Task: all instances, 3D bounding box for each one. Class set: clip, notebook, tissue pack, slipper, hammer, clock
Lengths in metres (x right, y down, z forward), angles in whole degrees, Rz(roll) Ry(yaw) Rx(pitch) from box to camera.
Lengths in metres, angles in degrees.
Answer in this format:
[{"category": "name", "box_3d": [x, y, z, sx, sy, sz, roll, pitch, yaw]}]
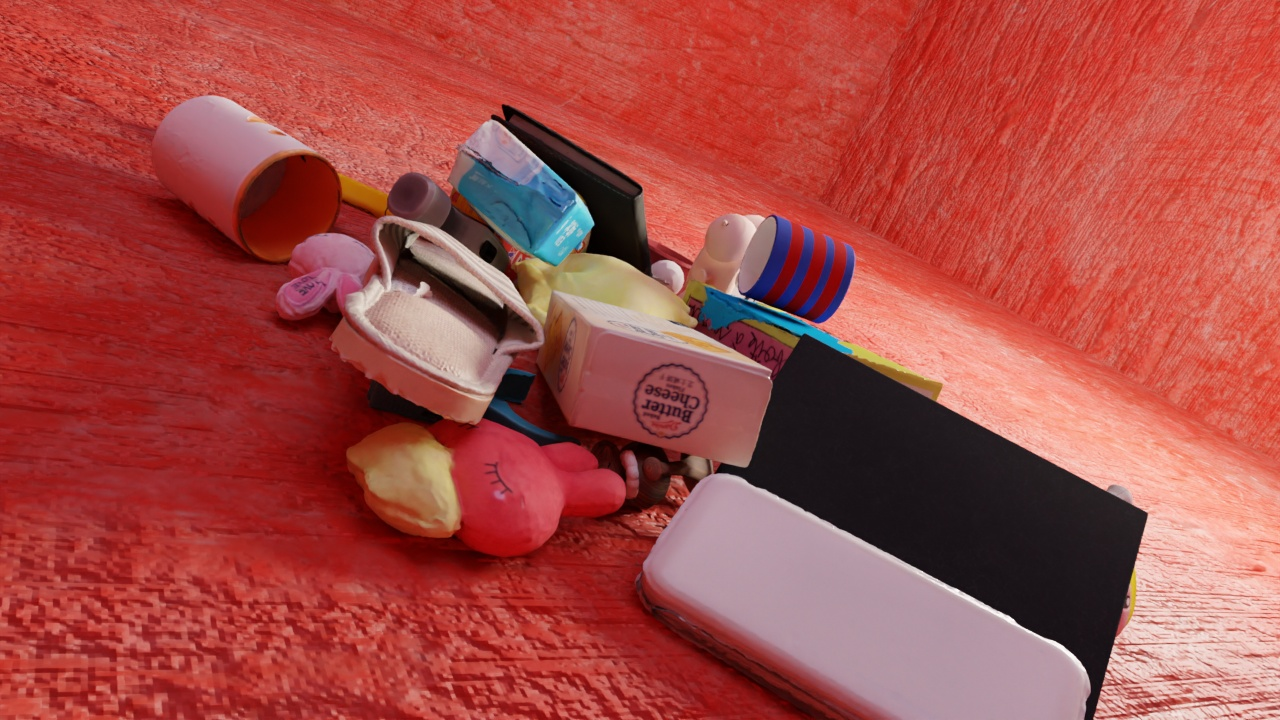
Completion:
[{"category": "clip", "box_3d": [-0.082, 0.033, 0.533, 0.118, 0.033, 0.120, 35, 20, 19]}, {"category": "notebook", "box_3d": [-0.061, -0.145, 0.887, 0.169, 0.029, 0.209, 33, -20, 15]}, {"category": "tissue pack", "box_3d": [-0.091, -0.122, 0.700, 0.093, 0.061, 0.144, 42, 1, 3]}, {"category": "slipper", "box_3d": [-0.110, -0.032, 0.521, 0.114, 0.054, 0.272, 37, 9, -16]}, {"category": "notebook", "box_3d": [0.162, 0.095, 0.532, 0.231, 0.019, 0.168, 29, 56, 13]}, {"category": "hammer", "box_3d": [-0.244, -0.139, 0.743, 0.325, 0.034, 0.170, 24, -8, 23]}, {"category": "clock", "box_3d": [0.097, -0.084, 0.933, 0.086, 0.131, 0.160, 35, 21, 28]}, {"category": "clock", "box_3d": [0.018, -0.101, 1.009, 0.087, 0.044, 0.124, 32, 13, 17]}]

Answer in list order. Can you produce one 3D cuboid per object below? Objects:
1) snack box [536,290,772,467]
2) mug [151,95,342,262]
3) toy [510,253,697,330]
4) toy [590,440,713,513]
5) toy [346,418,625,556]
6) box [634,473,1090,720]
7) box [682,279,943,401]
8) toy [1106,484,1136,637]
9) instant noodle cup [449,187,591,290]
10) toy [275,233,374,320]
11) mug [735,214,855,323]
[{"category": "snack box", "box_3d": [-0.003, 0.003, 0.580, 0.104, 0.057, 0.208, 14, 6, -13]}, {"category": "mug", "box_3d": [-0.274, -0.127, 0.639, 0.105, 0.082, 0.082, 33, 19, 25]}, {"category": "toy", "box_3d": [-0.029, -0.043, 0.758, 0.154, 0.065, 0.170, 9, 26, -16]}, {"category": "toy", "box_3d": [0.004, 0.064, 0.524, 0.055, 0.041, 0.101, -12, -9, 17]}, {"category": "toy", "box_3d": [-0.071, 0.057, 0.439, 0.135, 0.045, 0.091, 6, 27, -32]}, {"category": "box", "box_3d": [0.103, 0.128, 0.439, 0.214, 0.063, 0.118, 31, 35, 14]}, {"category": "box", "box_3d": [0.125, 0.006, 0.765, 0.124, 0.079, 0.221, 15, 9, -34]}, {"category": "toy", "box_3d": [0.283, 0.140, 0.608, 0.131, 0.124, 0.097, 13, -19, -26]}, {"category": "instant noodle cup", "box_3d": [-0.118, -0.128, 0.844, 0.112, 0.100, 0.100, 29, 16, 39]}, {"category": "toy", "box_3d": [-0.195, -0.052, 0.590, 0.063, 0.047, 0.110, 12, 24, -18]}, {"category": "mug", "box_3d": [0.130, -0.075, 0.822, 0.076, 0.074, 0.112, 19, -18, -12]}]
